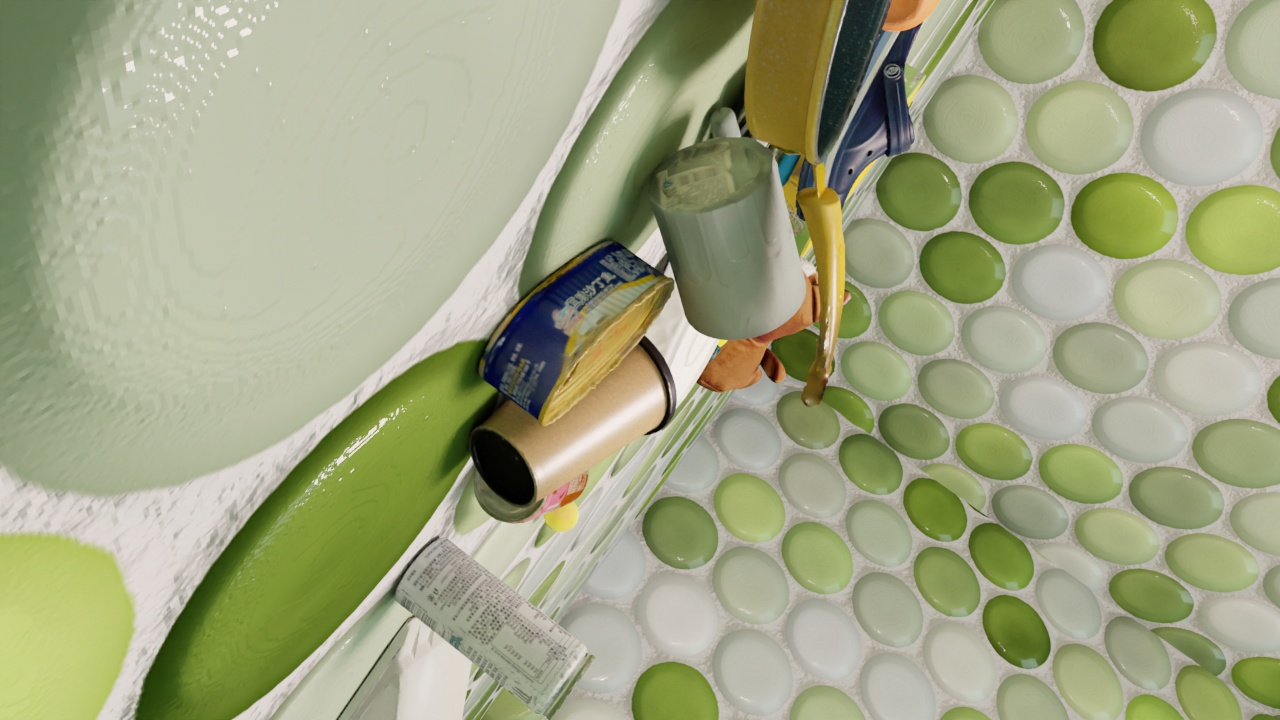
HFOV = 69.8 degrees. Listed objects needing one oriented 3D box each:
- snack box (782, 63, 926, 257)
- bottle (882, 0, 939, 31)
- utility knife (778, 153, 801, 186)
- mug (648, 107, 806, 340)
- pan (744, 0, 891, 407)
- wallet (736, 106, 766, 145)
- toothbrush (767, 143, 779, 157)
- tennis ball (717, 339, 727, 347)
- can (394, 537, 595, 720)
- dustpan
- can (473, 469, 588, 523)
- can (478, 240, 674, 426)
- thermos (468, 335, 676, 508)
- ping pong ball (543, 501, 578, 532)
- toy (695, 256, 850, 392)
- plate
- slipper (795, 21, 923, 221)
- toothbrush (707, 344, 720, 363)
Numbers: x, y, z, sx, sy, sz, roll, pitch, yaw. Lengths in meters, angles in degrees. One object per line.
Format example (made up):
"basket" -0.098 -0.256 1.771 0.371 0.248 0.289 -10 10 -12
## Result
"snack box" 0.237 -0.244 1.096 0.209 0.070 0.158 -53 171 -13
"bottle" 0.222 -0.323 0.752 0.149 0.067 0.067 -56 175 -43
"utility knife" 0.171 -0.248 0.891 0.034 0.018 0.224 -61 177 -33
"mug" 0.058 -0.092 0.597 0.103 0.084 0.123 67 24 -43
"pan" 0.107 -0.128 0.497 0.197 0.078 0.358 -52 158 -53
"wallet" 0.101 -0.195 0.657 0.129 0.037 0.107 -50 -179 -23
"toothbrush" 0.129 -0.200 0.854 0.186 0.017 0.012 -59 -173 27
"tennis ball" 0.068 -0.042 0.983 0.065 0.065 0.065 -53 172 -12
"can" -0.107 0.194 0.671 0.058 0.147 0.058 -53 172 -11
"dustpan" -0.262 0.344 0.888 0.222 0.143 0.257 16 80 -81
"can" -0.081 0.091 0.709 0.058 0.058 0.147 -55 172 1
"can" -0.035 -0.020 0.551 0.147 0.049 0.075 -44 167 -50
"thermos" -0.044 0.035 0.621 0.142 0.093 0.093 -37 163 -38
"ping pong ball" -0.091 0.178 1.058 0.040 0.040 0.040 -53 172 -12
"toy" 0.134 -0.051 1.047 0.200 0.140 0.130 -52 177 35
"plate" 0.040 -0.030 0.847 0.204 0.045 0.205 -57 167 -22
"slipper" 0.239 -0.248 0.941 0.253 0.095 0.105 -65 167 0
"toothbrush" 0.050 0.010 1.021 0.018 0.016 0.192 -58 -173 -19
